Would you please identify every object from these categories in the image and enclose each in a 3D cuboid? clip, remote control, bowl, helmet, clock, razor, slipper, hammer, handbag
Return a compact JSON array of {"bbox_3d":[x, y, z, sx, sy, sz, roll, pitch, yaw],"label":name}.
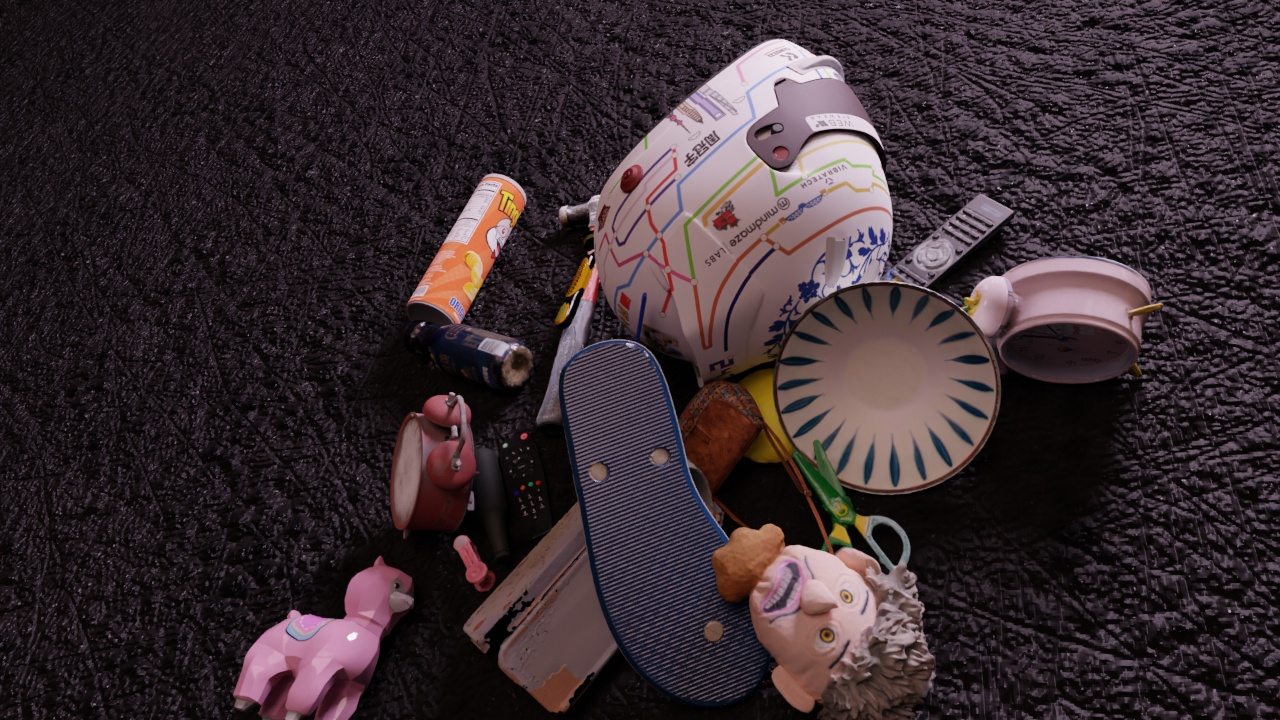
[{"bbox_3d":[-0.154,0.181,0.830,0.022,0.039,0.059,-38,44,-6],"label":"clip"},{"bbox_3d":[0.294,-0.105,0.887,0.140,0.021,0.045,-39,46,-4],"label":"remote control"},{"bbox_3d":[0.204,0.017,0.767,0.177,0.177,0.070,-6,10,19],"label":"bowl"},{"bbox_3d":[0.113,-0.125,0.838,0.314,0.231,0.236,-40,67,-7],"label":"helmet"},{"bbox_3d":[-0.182,0.094,0.850,0.061,0.157,0.109,8,50,-27],"label":"clock"},{"bbox_3d":[-0.064,-0.090,0.985,0.044,0.021,0.143,-15,44,40],"label":"razor"},{"bbox_3d":[0.327,-0.030,0.745,0.158,0.117,0.058,3,62,23],"label":"clock"},{"bbox_3d":[-0.108,0.120,0.879,0.039,0.010,0.124,-26,46,2],"label":"remote control"},{"bbox_3d":[0.009,0.127,0.723,0.118,0.060,0.294,-18,81,-8],"label":"slipper"},{"bbox_3d":[-0.053,-0.061,0.993,0.141,0.036,0.325,-5,51,22],"label":"hammer"},{"bbox_3d":[0.092,0.104,0.762,0.094,0.043,0.195,-58,47,25],"label":"handbag"}]

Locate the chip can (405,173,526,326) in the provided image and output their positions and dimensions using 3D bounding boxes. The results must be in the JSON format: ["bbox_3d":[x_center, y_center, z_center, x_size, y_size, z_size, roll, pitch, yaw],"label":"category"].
[{"bbox_3d":[-0.205,-0.128,1.095,0.062,0.062,0.209,4,54,26],"label":"chip can"}]

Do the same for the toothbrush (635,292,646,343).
[{"bbox_3d":[-0.005,0.005,0.820,0.011,0.187,0.016,7,51,-4],"label":"toothbrush"}]

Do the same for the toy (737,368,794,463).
[{"bbox_3d":[0.116,0.048,0.822,0.094,0.041,0.095,-38,48,-2],"label":"toy"}]

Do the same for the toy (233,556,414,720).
[{"bbox_3d":[-0.272,0.247,0.807,0.123,0.067,0.157,2,49,27],"label":"toy"}]

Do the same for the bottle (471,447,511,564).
[{"bbox_3d":[-0.140,0.137,0.864,0.033,0.033,0.122,-25,47,2],"label":"bottle"}]

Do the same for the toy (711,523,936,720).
[{"bbox_3d":[0.130,0.180,0.653,0.176,0.076,0.132,32,62,14],"label":"toy"}]

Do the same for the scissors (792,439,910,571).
[{"bbox_3d":[0.169,0.116,0.733,0.078,0.013,0.132,-16,68,5],"label":"scissors"}]

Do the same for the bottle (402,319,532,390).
[{"bbox_3d":[-0.190,-0.010,0.994,0.161,0.056,0.056,16,60,33],"label":"bottle"}]

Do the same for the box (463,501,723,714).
[{"bbox_3d":[-0.041,0.181,0.782,0.121,0.094,0.216,40,72,12],"label":"box"}]
